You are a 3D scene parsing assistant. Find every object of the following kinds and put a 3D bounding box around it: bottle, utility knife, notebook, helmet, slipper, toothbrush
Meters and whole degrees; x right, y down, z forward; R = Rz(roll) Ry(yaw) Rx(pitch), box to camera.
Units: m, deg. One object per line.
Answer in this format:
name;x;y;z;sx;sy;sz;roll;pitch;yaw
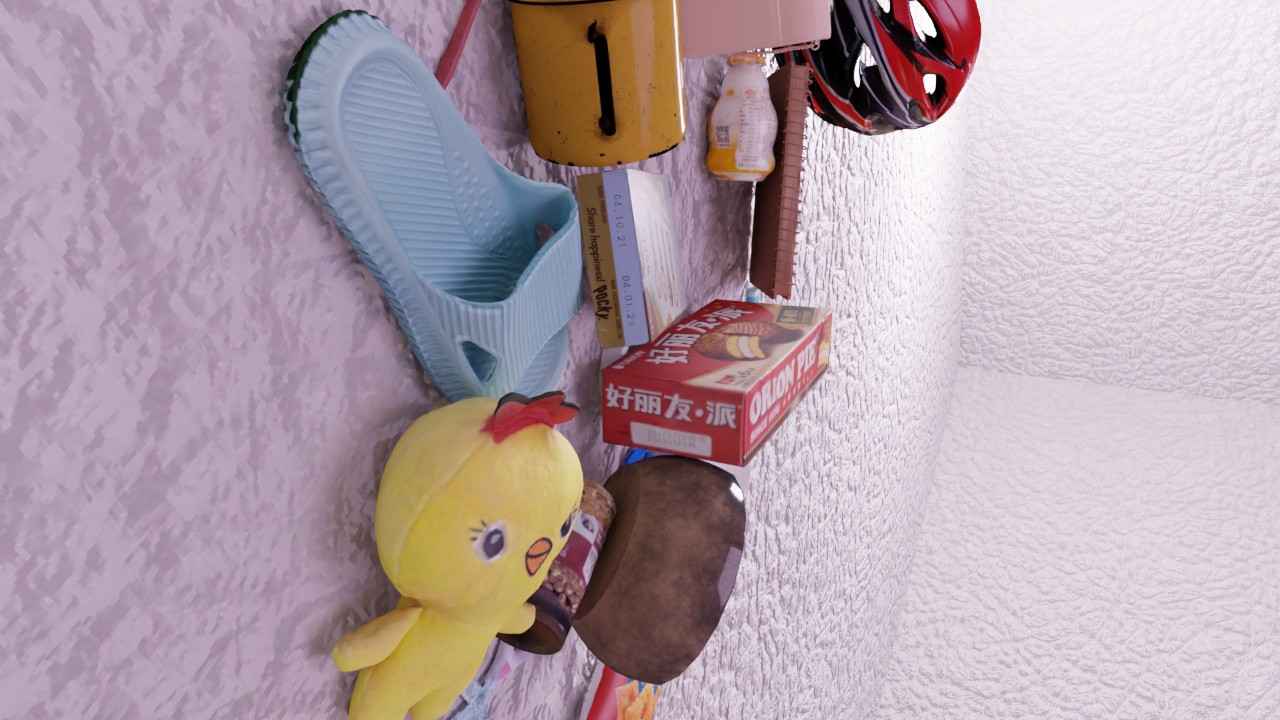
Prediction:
bottle;0.092;-0.216;0.824;0.063;0.063;0.109;-21;116;-63
utility knife;0.119;-0.009;1.006;0.022;0.015;0.149;-29;126;-57
notebook;0.132;-0.172;0.890;0.169;0.022;0.210;-99;-169;-78
helmet;0.216;-0.333;0.897;0.166;0.217;0.272;-39;130;-11
bottle;-0.058;0.130;0.598;0.056;0.056;0.105;74;29;-42
slipper;-0.084;-0.055;0.482;0.115;0.070;0.276;-64;150;-28
toothbrush;-0.081;-0.218;0.502;0.015;0.015;0.184;48;55;-56

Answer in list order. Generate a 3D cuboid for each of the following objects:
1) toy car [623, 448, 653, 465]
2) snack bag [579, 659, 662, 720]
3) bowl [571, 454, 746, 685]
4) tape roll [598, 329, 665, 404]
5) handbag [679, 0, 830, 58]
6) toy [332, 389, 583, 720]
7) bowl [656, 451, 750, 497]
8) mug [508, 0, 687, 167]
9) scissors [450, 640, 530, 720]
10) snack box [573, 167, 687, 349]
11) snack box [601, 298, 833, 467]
toy car;0.000;0.121;0.788;0.092;0.062;0.033;54;44;-15
snack bag;-0.013;0.285;0.773;0.131;0.039;0.143;62;42;-52
bowl;0.002;0.140;0.653;0.163;0.070;0.162;-56;-162;29
tape roll;-0.004;0.004;0.733;0.093;0.018;0.094;8;90;-66
handbag;0.063;-0.283;0.642;0.186;0.117;0.199;-39;125;-61
toy;-0.096;0.104;0.487;0.133;0.092;0.207;8;99;-60
bowl;0.051;0.079;0.819;0.114;0.051;0.114;24;61;-54
mug;-0.022;-0.166;0.530;0.123;0.100;0.094;-98;-178;-59
scissors;-0.094;0.217;0.609;0.174;0.013;0.171;-60;144;-37
snack box;-0.001;-0.073;0.617;0.185;0.032;0.101;-47;130;-76
snack box;0.070;0.008;0.737;0.235;0.113;0.060;-33;126;-59
